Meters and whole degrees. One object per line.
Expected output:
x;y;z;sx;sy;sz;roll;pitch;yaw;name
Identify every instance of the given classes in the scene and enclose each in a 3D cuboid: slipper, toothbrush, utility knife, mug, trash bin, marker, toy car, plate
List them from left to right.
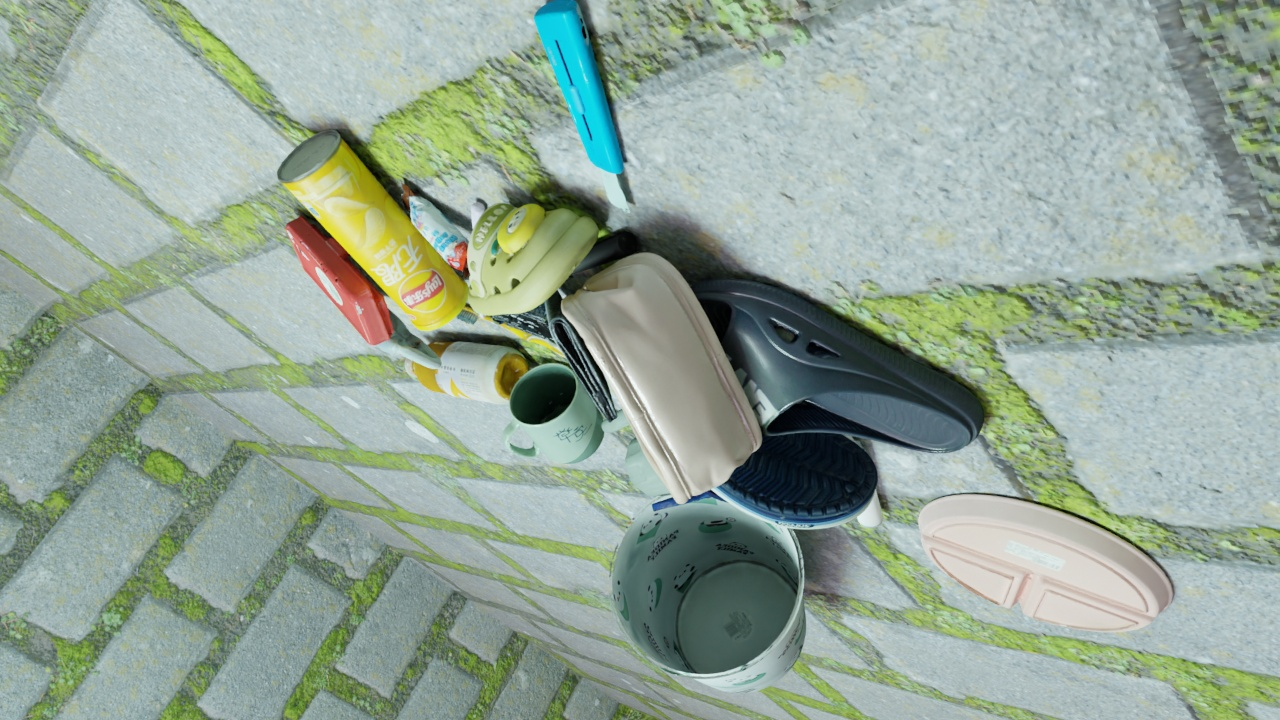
-0.158;-0.098;0.902;0.021;0.029;0.189;-9;156;-13;toothbrush
-0.113;-0.090;0.790;0.081;0.091;0.191;42;156;-20;slipper
-0.123;-0.023;1.003;0.191;0.018;0.016;22;156;16;toothbrush
-0.112;-0.047;0.931;0.105;0.031;0.049;22;157;2;toy car
-0.104;0.073;1.058;0.082;0.111;0.106;50;173;37;mug
-0.046;-0.087;0.799;0.020;0.022;0.132;0;174;-34;marker
-0.033;-0.168;0.639;0.034;0.018;0.191;17;154;24;utility knife
0.021;0.092;0.996;0.124;0.083;0.104;37;156;-9;mug
0.105;0.303;1.155;0.230;0.229;0.252;17;159;25;trash bin
0.099;0.096;0.865;0.253;0.105;0.095;25;154;36;slipper
0.139;0.020;0.736;0.268;0.083;0.111;25;153;7;slipper
0.206;0.100;0.877;0.026;0.026;0.221;19;153;34;toothbrush
0.378;0.200;0.880;0.229;0.028;0.230;24;155;12;plate

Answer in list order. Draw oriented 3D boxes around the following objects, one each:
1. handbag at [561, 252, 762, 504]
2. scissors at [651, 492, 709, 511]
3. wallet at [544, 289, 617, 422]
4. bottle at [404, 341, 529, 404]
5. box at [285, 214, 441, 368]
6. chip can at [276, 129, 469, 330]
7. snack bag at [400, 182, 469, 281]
-0.005;0.005;0.802;0.193;0.093;0.234;61;168;-17;handbag
0.091;0.140;1.006;0.162;0.012;0.176;-15;174;-1;scissors
-0.057;-0.009;0.864;0.121;0.019;0.097;62;-176;-26;wallet
-0.215;0.011;1.108;0.190;0.067;0.068;6;147;41;bottle
-0.313;-0.069;1.019;0.201;0.060;0.161;38;167;39;box
-0.254;-0.122;0.899;0.072;0.071;0.213;9;147;38;chip can
-0.191;-0.122;0.866;0.105;0.026;0.045;47;160;8;snack bag
